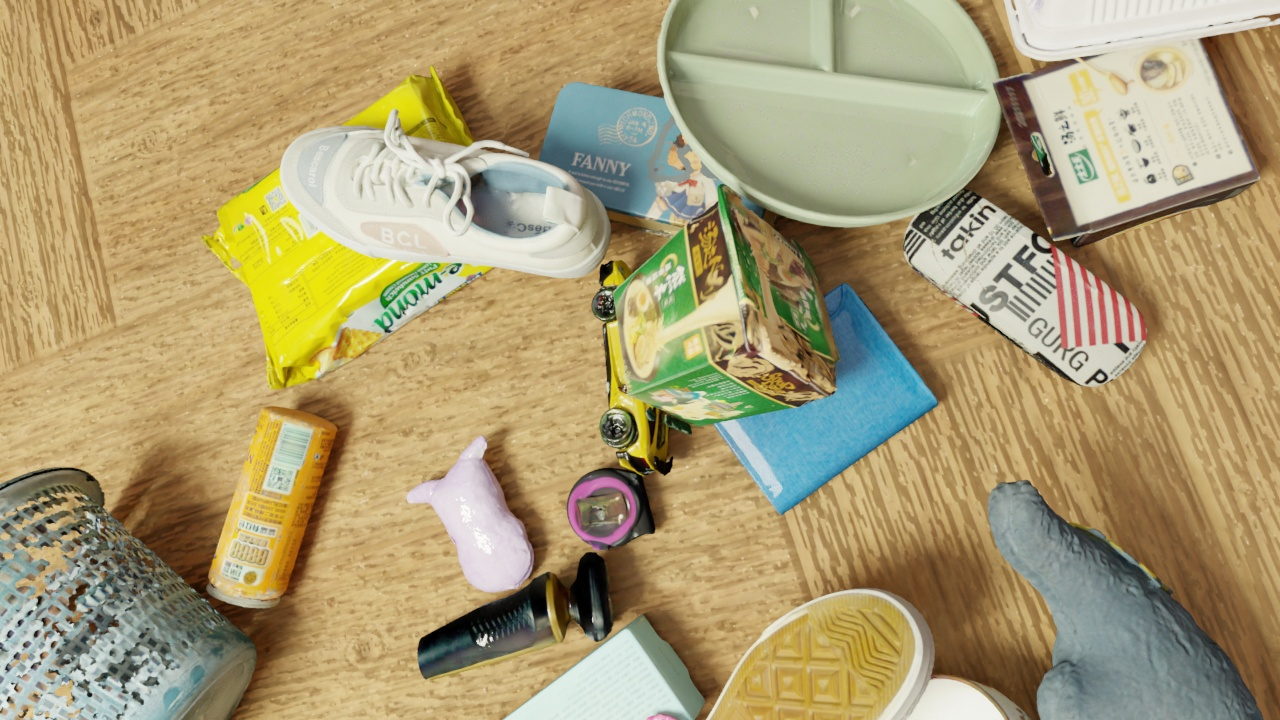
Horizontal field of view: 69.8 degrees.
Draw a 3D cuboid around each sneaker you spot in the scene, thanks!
[{"bbox_3d":[0.102,0.231,0.578,0.242,0.087,0.118,-56,50,23],"label":"sneaker"},{"bbox_3d":[-0.142,-0.110,0.607,0.242,0.090,0.089,14,84,12],"label":"sneaker"}]

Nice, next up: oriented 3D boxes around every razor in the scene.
[{"bbox_3d":[-0.089,0.190,0.651,0.168,0.067,0.062,-25,50,19],"label":"razor"}]

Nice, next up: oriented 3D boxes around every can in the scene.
[{"bbox_3d":[-0.282,0.111,0.705,0.058,0.058,0.146,17,88,16],"label":"can"}]

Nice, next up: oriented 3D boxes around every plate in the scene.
[{"bbox_3d":[0.124,-0.186,0.607,0.230,0.027,0.229,2,69,-5],"label":"plate"}]

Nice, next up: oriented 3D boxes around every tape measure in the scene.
[{"bbox_3d":[-0.023,0.104,0.647,0.058,0.039,0.057,-15,80,13],"label":"tape measure"}]

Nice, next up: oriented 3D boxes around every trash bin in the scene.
[{"bbox_3d":[-0.402,0.222,0.659,0.195,0.226,0.226,31,92,3],"label":"trash bin"}]

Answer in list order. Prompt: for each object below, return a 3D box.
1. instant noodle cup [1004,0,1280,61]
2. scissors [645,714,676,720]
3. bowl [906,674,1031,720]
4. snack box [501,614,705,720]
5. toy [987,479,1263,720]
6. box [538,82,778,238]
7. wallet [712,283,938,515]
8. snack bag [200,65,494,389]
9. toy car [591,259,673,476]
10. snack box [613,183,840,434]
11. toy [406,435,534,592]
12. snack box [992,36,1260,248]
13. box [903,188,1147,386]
[{"bbox_3d":[0.317,-0.264,0.567,0.174,0.060,0.137,-7,59,15],"label":"instant noodle cup"},{"bbox_3d":[-0.002,0.290,0.574,0.134,0.017,0.133,-1,75,20],"label":"scissors"},{"bbox_3d":[0.203,0.251,0.550,0.062,0.113,0.113,17,88,-26],"label":"bowl"},{"bbox_3d":[-0.046,0.257,0.630,0.175,0.051,0.074,-39,79,8],"label":"snack box"},{"bbox_3d":[0.289,0.226,0.510,0.092,0.137,0.356,-24,82,55],"label":"toy"},{"bbox_3d":[0.012,-0.138,0.655,0.184,0.062,0.089,14,86,14],"label":"box"},{"bbox_3d":[0.117,0.025,0.623,0.133,0.040,0.106,-36,81,7],"label":"wallet"},{"bbox_3d":[-0.217,-0.103,0.708,0.247,0.068,0.158,-32,77,10],"label":"snack bag"},{"bbox_3d":[-0.004,0.004,0.637,0.041,0.071,0.155,-9,81,15],"label":"toy car"},{"bbox_3d":[0.048,-0.022,0.579,0.106,0.118,0.117,-25,57,29],"label":"snack box"},{"bbox_3d":[-0.120,0.121,0.672,0.084,0.038,0.108,-35,82,20],"label":"toy"},{"bbox_3d":[0.301,-0.141,0.584,0.126,0.053,0.113,-18,79,12],"label":"snack box"},{"bbox_3d":[0.244,-0.048,0.587,0.164,0.060,0.072,37,77,16],"label":"box"}]
